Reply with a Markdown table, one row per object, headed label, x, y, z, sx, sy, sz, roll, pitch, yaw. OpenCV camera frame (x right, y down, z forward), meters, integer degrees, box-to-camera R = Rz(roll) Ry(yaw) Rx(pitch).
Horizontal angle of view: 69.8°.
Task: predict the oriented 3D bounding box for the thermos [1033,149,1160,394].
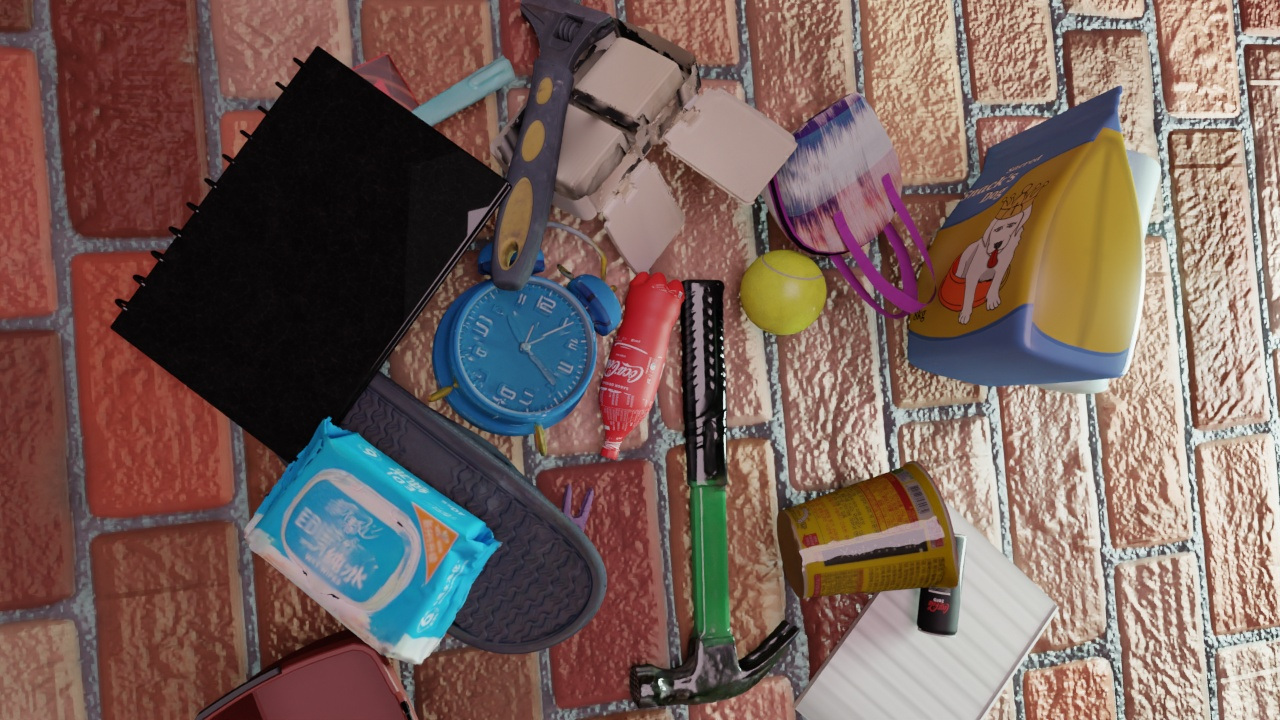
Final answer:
| label | x | y | z | sx | sy | sz | roll | pitch | yaw |
| --- | --- | --- | --- | --- | --- | --- | --- | --- | --- |
| thermos | 0.380 | -0.071 | 0.774 | 0.078 | 0.065 | 0.206 | 21 | 83 | -29 |

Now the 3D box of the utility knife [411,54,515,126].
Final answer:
| label | x | y | z | sx | sy | sz | roll | pitch | yaw |
| --- | --- | --- | --- | --- | --- | --- | --- | --- | --- |
| utility knife | -0.152 | -0.172 | 0.644 | 0.158 | 0.015 | 0.022 | -38 | 76 | -21 |

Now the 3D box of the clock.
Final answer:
| label | x | y | z | sx | sy | sz | roll | pitch | yaw |
| --- | --- | --- | --- | --- | --- | --- | --- | --- | --- |
| clock | -0.080 | -0.023 | 0.654 | 0.116 | 0.060 | 0.161 | 25 | 77 | -13 |

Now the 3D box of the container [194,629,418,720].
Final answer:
| label | x | y | z | sx | sy | sz | roll | pitch | yaw |
| --- | --- | --- | --- | --- | --- | --- | --- | --- | --- |
| container | -0.183 | 0.246 | 0.546 | 0.127 | 0.201 | 0.148 | -24 | 94 | -15 |

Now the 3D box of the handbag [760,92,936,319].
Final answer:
| label | x | y | z | sx | sy | sz | roll | pitch | yaw |
| --- | --- | --- | --- | --- | --- | --- | --- | --- | --- |
| handbag | 0.171 | -0.110 | 0.711 | 0.144 | 0.068 | 0.170 | -38 | 97 | -32 |

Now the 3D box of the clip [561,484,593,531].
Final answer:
| label | x | y | z | sx | sy | sz | roll | pitch | yaw |
| --- | --- | --- | --- | --- | --- | --- | --- | --- | --- |
| clip | -0.049 | 0.119 | 0.684 | 0.036 | 0.013 | 0.052 | 9 | 88 | -13 |

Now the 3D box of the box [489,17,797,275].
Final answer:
| label | x | y | z | sx | sy | sz | roll | pitch | yaw |
| --- | --- | --- | --- | --- | --- | --- | --- | --- | --- |
| box | 0.000 | -0.147 | 0.679 | 0.186 | 0.101 | 0.145 | 39 | 81 | 10 |

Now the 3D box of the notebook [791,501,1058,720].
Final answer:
| label | x | y | z | sx | sy | sz | roll | pitch | yaw |
| --- | --- | --- | --- | --- | --- | --- | --- | --- | --- |
| notebook | 0.239 | 0.242 | 0.755 | 0.142 | 0.009 | 0.209 | 42 | 79 | -9 |

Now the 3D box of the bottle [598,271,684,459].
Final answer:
| label | x | y | z | sx | sy | sz | roll | pitch | yaw |
| --- | --- | --- | --- | --- | --- | --- | --- | --- | --- |
| bottle | -0.004 | 0.004 | 0.683 | 0.042 | 0.042 | 0.141 | 17 | 86 | -13 |

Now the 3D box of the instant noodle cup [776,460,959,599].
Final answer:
| label | x | y | z | sx | sy | sz | roll | pitch | yaw |
| --- | --- | --- | --- | --- | --- | --- | --- | --- | --- |
| instant noodle cup | 0.167 | 0.136 | 0.703 | 0.112 | 0.100 | 0.100 | -11 | 91 | -4 |

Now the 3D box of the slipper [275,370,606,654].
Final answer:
| label | x | y | z | sx | sy | sz | roll | pitch | yaw |
| --- | --- | --- | --- | --- | --- | --- | --- | --- | --- |
| slipper | -0.141 | 0.096 | 0.634 | 0.268 | 0.083 | 0.110 | 38 | 90 | 7 |

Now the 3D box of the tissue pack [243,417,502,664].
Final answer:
| label | x | y | z | sx | sy | sz | roll | pitch | yaw |
| --- | --- | --- | --- | --- | --- | --- | --- | --- | --- |
| tissue pack | -0.169 | 0.110 | 0.564 | 0.144 | 0.061 | 0.093 | 33 | 92 | 10 |

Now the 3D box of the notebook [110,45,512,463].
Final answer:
| label | x | y | z | sx | sy | sz | roll | pitch | yaw |
| --- | --- | --- | --- | --- | --- | --- | --- | --- | --- |
| notebook | -0.221 | -0.071 | 0.605 | 0.169 | 0.019 | 0.231 | 36 | 89 | 4 |

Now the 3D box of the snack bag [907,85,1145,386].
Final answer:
| label | x | y | z | sx | sy | sz | roll | pitch | yaw |
| --- | --- | --- | --- | --- | --- | --- | --- | --- | --- |
| snack bag | 0.298 | -0.089 | 0.706 | 0.102 | 0.159 | 0.205 | 14 | 83 | -13 |

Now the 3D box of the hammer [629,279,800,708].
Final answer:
| label | x | y | z | sx | sy | sz | roll | pitch | yaw |
| --- | --- | --- | --- | --- | --- | --- | --- | --- | --- |
| hammer | 0.052 | 0.097 | 0.702 | 0.130 | 0.032 | 0.318 | -2 | 88 | -14 |

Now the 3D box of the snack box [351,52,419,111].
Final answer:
| label | x | y | z | sx | sy | sz | roll | pitch | yaw |
| --- | --- | --- | --- | --- | --- | --- | --- | --- | --- |
| snack box | -0.184 | -0.139 | 0.652 | 0.089 | 0.021 | 0.133 | -32 | 96 | -16 |

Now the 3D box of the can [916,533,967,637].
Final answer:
| label | x | y | z | sx | sy | sz | roll | pitch | yaw |
| --- | --- | --- | --- | --- | --- | --- | --- | --- | --- |
| can | 0.242 | 0.179 | 0.737 | 0.031 | 0.031 | 0.080 | 9 | 85 | -14 |

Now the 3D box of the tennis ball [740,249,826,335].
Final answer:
| label | x | y | z | sx | sy | sz | roll | pitch | yaw |
| --- | --- | --- | --- | --- | --- | --- | --- | --- | --- |
| tennis ball | 0.109 | -0.052 | 0.703 | 0.065 | 0.065 | 0.065 | 1 | 88 | -15 |

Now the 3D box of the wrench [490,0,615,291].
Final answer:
| label | x | y | z | sx | sy | sz | roll | pitch | yaw |
| --- | --- | --- | --- | --- | --- | --- | --- | --- | --- |
| wrench | -0.068 | -0.173 | 0.642 | 0.073 | 0.022 | 0.272 | 4 | 69 | 14 |
